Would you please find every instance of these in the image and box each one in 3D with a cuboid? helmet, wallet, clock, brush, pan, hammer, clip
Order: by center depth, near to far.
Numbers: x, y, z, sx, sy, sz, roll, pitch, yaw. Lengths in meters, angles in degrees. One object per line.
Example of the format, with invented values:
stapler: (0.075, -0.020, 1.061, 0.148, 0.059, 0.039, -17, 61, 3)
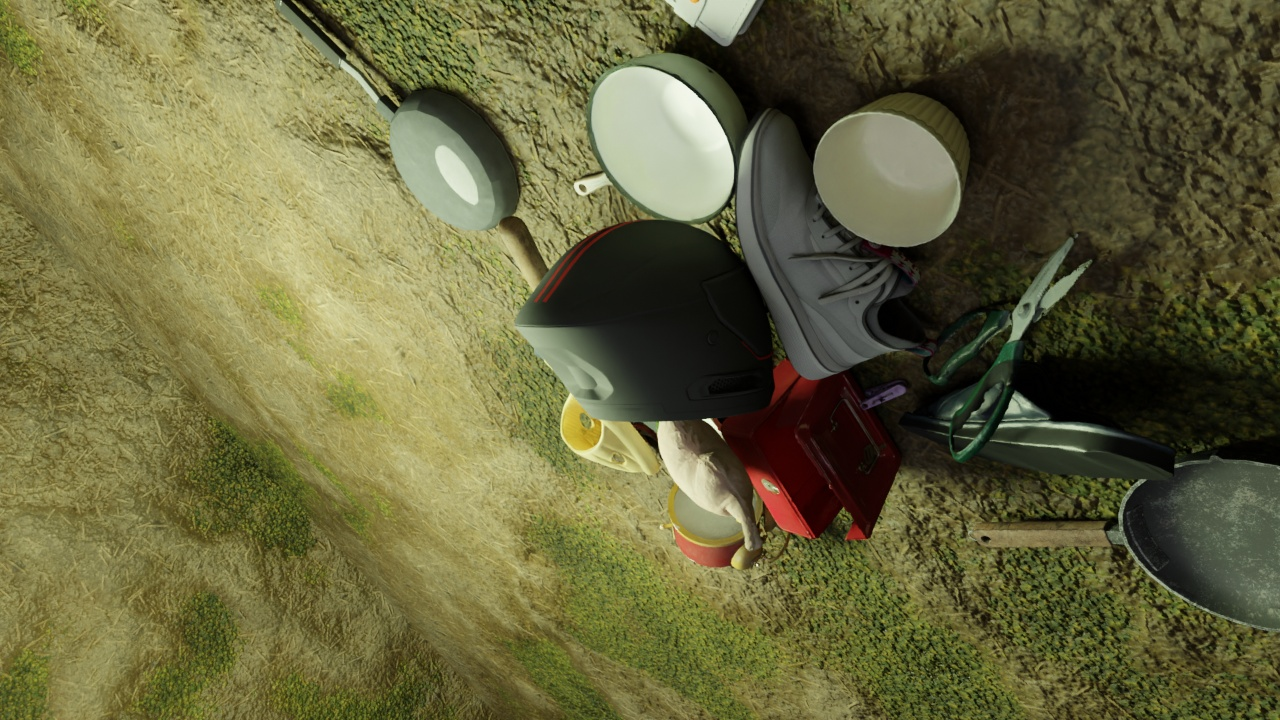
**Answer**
wallet: (0.050, -0.313, 0.686, 0.115, 0.037, 0.119, 40, 143, 2)
helmet: (0.013, -0.038, 0.804, 0.164, 0.264, 0.170, 5, 99, 50)
pan: (0.458, 0.153, 0.811, 0.358, 0.040, 0.208, -8, 124, 50)
clip: (0.240, 0.030, 0.912, 0.052, 0.042, 0.014, -36, 104, 20)
brush: (-0.018, -0.188, 0.921, 0.152, 0.012, 0.039, -8, 124, 50)
hammer: (-0.098, -0.063, 1.046, 0.129, 0.040, 0.322, 24, 160, 22)
pan: (-0.287, -0.284, 1.055, 0.357, 0.041, 0.179, 44, 147, -5)
clock: (0.111, 0.207, 1.158, 0.159, 0.116, 0.081, 18, 144, 22)

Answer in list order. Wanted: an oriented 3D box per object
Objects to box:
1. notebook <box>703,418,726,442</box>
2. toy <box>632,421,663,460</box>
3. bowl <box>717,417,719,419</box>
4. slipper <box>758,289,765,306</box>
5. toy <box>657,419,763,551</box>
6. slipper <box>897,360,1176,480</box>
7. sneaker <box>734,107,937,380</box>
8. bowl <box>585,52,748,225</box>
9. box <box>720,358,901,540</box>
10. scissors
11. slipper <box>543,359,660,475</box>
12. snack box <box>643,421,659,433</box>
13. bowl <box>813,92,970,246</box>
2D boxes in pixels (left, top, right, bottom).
notebook: (0.054, 0.071, 1.085, 0.153, 0.012, 0.209, 19, 154, 49)
toy: (0.037, 0.114, 1.161, 0.112, 0.030, 0.049, 41, 174, 29)
bowl: (0.056, 0.016, 1.040, 0.114, 0.045, 0.114, 35, 163, 12)
slipper: (0.013, -0.069, 0.985, 0.247, 0.074, 0.112, 17, 124, 35)
toy: (0.074, 0.124, 0.951, 0.196, 0.065, 0.264, 59, 179, 20)
slipper: (0.334, 0.044, 0.784, 0.109, 0.083, 0.266, 20, 172, -19)
sneaker: (0.166, -0.095, 0.782, 0.129, 0.096, 0.263, -4, 126, 33)
bowl: (0.033, -0.200, 0.800, 0.153, 0.072, 0.154, 26, 143, 21)
box: (0.176, 0.089, 0.942, 0.113, 0.134, 0.157, -10, 121, 49)
scissors: (0.292, -0.030, 0.756, 0.015, 0.142, 0.210, 16, 118, -14)
slipper: (-0.059, 0.080, 1.137, 0.111, 0.079, 0.261, 39, 168, 44)
snack box: (-0.006, 0.006, 0.992, 0.080, 0.025, 0.148, 35, 150, 30)
bowl: (0.198, -0.151, 0.699, 0.115, 0.062, 0.115, 27, 144, 21)
